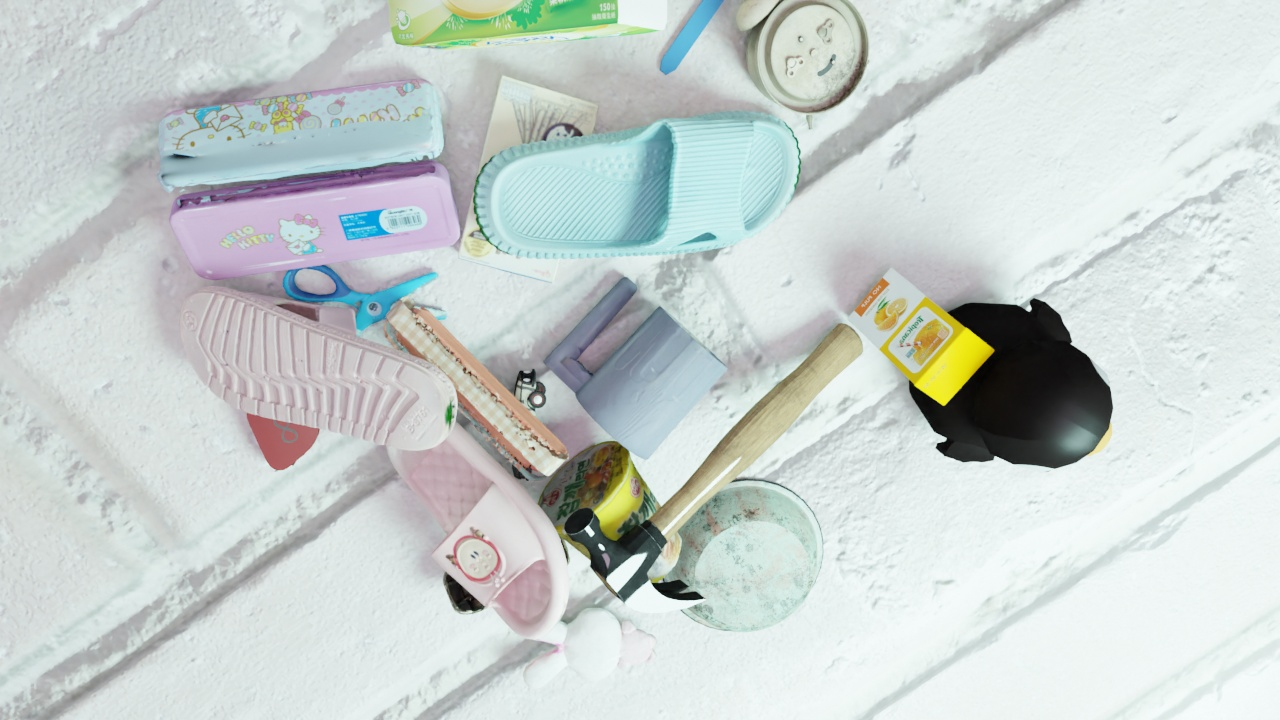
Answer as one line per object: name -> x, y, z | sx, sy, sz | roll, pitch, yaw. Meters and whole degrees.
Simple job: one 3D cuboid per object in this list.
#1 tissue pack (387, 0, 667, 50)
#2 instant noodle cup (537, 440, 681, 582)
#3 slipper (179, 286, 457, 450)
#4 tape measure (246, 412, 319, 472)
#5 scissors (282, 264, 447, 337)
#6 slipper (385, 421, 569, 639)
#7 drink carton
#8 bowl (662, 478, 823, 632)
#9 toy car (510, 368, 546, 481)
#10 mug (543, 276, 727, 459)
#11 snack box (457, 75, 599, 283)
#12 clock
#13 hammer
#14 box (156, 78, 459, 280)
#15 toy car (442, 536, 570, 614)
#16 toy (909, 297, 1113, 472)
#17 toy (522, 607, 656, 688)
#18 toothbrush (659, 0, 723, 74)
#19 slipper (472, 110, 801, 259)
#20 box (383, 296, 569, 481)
tissue pack -> -0.097, -0.269, 0.611 | 0.198, 0.141, 0.120 | -2, 104, 28
instant noodle cup -> -0.021, 0.142, 0.799 | 0.102, 0.102, 0.108 | -38, 115, 3
slipper -> -0.251, 0.005, 0.732 | 0.239, 0.064, 0.094 | 18, 111, 9
tape measure -> -0.297, 0.059, 0.777 | 0.051, 0.019, 0.059 | -19, 106, -5
scissors -> -0.230, -0.053, 0.759 | 0.140, 0.013, 0.113 | -27, 107, 3
slipper -> -0.138, 0.131, 0.759 | 0.221, 0.055, 0.107 | 52, 124, 8
drink carton -> 0.229, -0.024, 0.768 | 0.040, 0.122, 0.059 | 30, 107, -30
bowl -> 0.099, 0.190, 0.852 | 0.157, 0.038, 0.157 | -2, 105, -7
toy car -> -0.101, 0.055, 0.789 | 0.037, 0.040, 0.092 | 3, 104, -7
mug -> -0.005, 0.005, 0.776 | 0.124, 0.083, 0.104 | 44, 96, 12
snack box -> -0.092, -0.145, 0.745 | 0.082, 0.026, 0.150 | 13, 102, -12
clock -> 0.116, -0.257, 0.727 | 0.141, 0.054, 0.093 | 38, 97, -22
hammer -> 0.083, 0.082, 0.775 | 0.305, 0.040, 0.132 | -42, 120, -16
box -> -0.255, -0.141, 0.710 | 0.214, 0.062, 0.140 | -9, 103, -5
toy car -> -0.119, 0.188, 0.822 | 0.112, 0.041, 0.048 | -22, 76, -11
toy -> 0.304, 0.022, 0.758 | 0.140, 0.184, 0.159 | 28, 99, -13
toy -> -0.048, 0.265, 0.854 | 0.125, 0.037, 0.076 | -1, 101, -9
toothbrush -> 0.068, -0.300, 0.730 | 0.016, 0.014, 0.167 | 34, 99, -14
slipper -> 0.008, -0.133, 0.724 | 0.276, 0.069, 0.116 | -9, 112, -15
box -> -0.136, 0.026, 0.738 | 0.187, 0.054, 0.077 | 45, 139, -1
